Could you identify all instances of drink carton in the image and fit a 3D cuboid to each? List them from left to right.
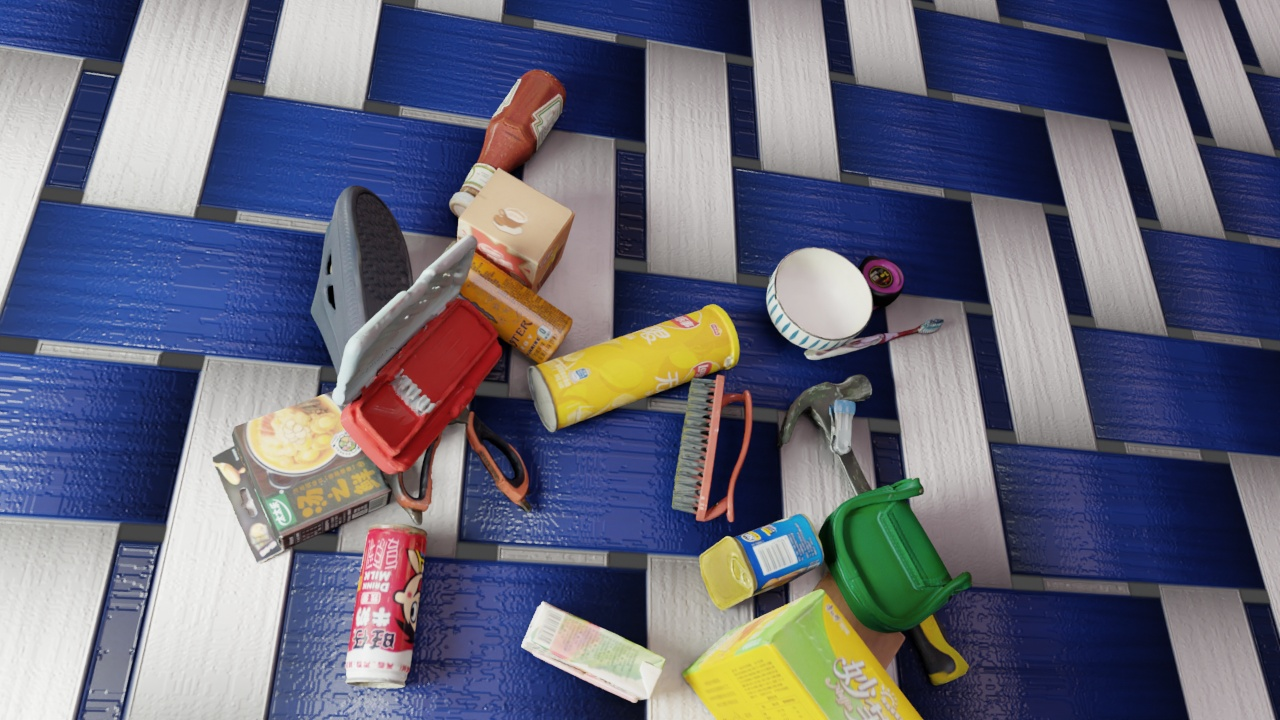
[{"bbox_3d":[-0.043,0.262,0.819,0.122,0.054,0.045,26,66,-1],"label":"drink carton"}]

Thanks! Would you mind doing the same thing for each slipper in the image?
[{"bbox_3d":[-0.272,-0.040,0.870,0.083,0.110,0.268,-12,75,11],"label":"slipper"}]

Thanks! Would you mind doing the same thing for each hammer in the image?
[{"bbox_3d":[0.243,0.172,0.948,0.126,0.032,0.323,-15,70,-20],"label":"hammer"}]

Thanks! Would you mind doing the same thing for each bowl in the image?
[{"bbox_3d":[0.192,-0.060,1.023,0.116,0.066,0.116,6,64,-13],"label":"bowl"}]

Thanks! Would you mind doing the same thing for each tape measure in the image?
[{"bbox_3d":[0.277,-0.090,1.075,0.058,0.039,0.057,30,62,6],"label":"tape measure"}]

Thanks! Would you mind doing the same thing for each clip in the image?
[{"bbox_3d":[0.210,0.071,0.958,0.027,0.043,0.058,10,67,-12],"label":"clip"}]

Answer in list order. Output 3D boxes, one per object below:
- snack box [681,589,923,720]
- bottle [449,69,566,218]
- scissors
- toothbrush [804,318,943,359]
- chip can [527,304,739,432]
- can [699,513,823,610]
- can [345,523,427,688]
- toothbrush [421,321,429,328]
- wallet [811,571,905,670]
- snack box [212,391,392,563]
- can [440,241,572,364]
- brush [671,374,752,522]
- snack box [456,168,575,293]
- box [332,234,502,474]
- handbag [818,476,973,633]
[{"bbox_3d":[0.134,0.291,0.763,0.069,0.211,0.157,-32,78,-26],"label":"snack box"},{"bbox_3d":[-0.150,-0.239,1.026,0.060,0.060,0.205,27,63,-1],"label":"bottle"},{"bbox_3d":[-0.178,0.060,0.865,0.225,0.015,0.188,56,39,3],"label":"scissors"},{"bbox_3d":[0.271,-0.025,1.054,0.187,0.017,0.016,-12,68,-20],"label":"toothbrush"},{"bbox_3d":[-0.006,0.005,0.940,0.213,0.072,0.072,-19,71,-21],"label":"chip can"},{"bbox_3d":[0.114,0.190,0.867,0.083,0.102,0.057,-15,70,-23],"label":"can"},{"bbox_3d":[-0.220,0.213,0.797,0.053,0.053,0.132,7,64,-11],"label":"can"},{"bbox_3d":[-0.224,-0.017,0.925,0.014,0.018,0.188,20,63,6],"label":"toothbrush"},{"bbox_3d":[0.188,0.279,0.885,0.101,0.020,0.115,41,66,7],"label":"wallet"},{"bbox_3d":[-0.308,0.102,0.833,0.125,0.053,0.113,-23,73,-28],"label":"snack box"},{"bbox_3d":[-0.142,-0.057,0.929,0.146,0.058,0.058,34,62,-7],"label":"can"},{"bbox_3d":[0.074,0.092,0.924,0.069,0.063,0.145,9,64,4],"label":"brush"},{"bbox_3d":[-0.133,-0.126,0.955,0.093,0.095,0.076,31,62,1],"label":"snack box"},{"bbox_3d":[-0.195,-0.011,0.815,0.074,0.155,0.200,4,35,21],"label":"box"},{"bbox_3d":[0.243,0.187,0.881,0.120,0.068,0.131,-25,75,-11],"label":"handbag"}]
